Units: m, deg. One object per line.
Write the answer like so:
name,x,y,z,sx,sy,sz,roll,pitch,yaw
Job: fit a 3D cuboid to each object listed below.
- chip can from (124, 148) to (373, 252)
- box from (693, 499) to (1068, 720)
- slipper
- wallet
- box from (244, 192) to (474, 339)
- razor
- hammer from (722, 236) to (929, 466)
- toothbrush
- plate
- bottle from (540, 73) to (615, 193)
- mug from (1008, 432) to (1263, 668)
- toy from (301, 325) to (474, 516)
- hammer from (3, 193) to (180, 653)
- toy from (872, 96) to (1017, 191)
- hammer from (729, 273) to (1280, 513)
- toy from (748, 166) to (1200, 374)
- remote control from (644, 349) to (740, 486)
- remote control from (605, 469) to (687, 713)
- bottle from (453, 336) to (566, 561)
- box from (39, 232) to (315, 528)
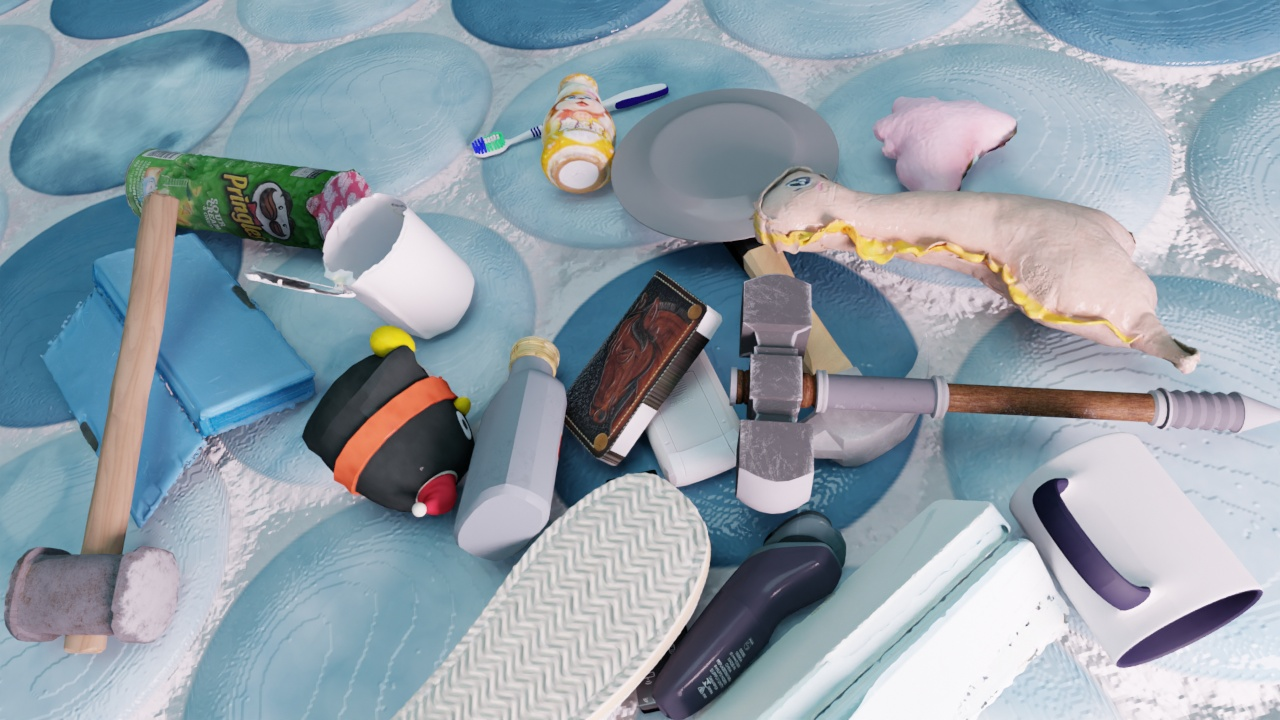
chip can,-0.346,-0.141,0.804,0.223,0.075,0.075,10,58,20
box,0.137,0.170,0.486,0.198,0.086,0.096,-39,89,-12
slipper,-0.061,0.177,0.524,0.115,0.052,0.262,35,75,34
wallet,-0.004,0.004,0.616,0.123,0.019,0.072,-54,45,6
box,-0.196,-0.063,0.665,0.085,0.160,0.118,20,72,31
razor,0.061,0.144,0.516,0.142,0.047,0.052,-42,30,-24
hammer,0.095,-0.065,0.671,0.131,0.039,0.327,-20,52,-3
toothbrush,-0.063,-0.219,0.830,0.186,0.016,0.015,-19,53,-1
plate,0.064,-0.161,0.718,0.178,0.012,0.178,-5,52,7
bottle,-0.053,-0.195,0.779,0.063,0.063,0.108,-8,56,7
mug,0.246,0.096,0.477,0.079,0.111,0.096,-48,47,29
toy,-0.158,0.053,0.613,0.119,0.098,0.099,43,71,10
hammer,-0.358,0.033,0.642,0.098,0.052,0.327,-3,72,11
toy,0.225,-0.168,0.705,0.093,0.050,0.102,34,71,27
hammer,0.215,0.023,0.542,0.322,0.043,0.155,3,61,4
toy,0.207,-0.069,0.603,0.264,0.065,0.195,6,38,-2
remote control,0.025,0.022,0.630,0.060,0.025,0.138,-21,51,-3
remote control,0.005,0.136,0.560,0.034,0.013,0.149,-13,53,3
bottle,-0.079,0.047,0.601,0.046,0.072,0.160,27,37,-19
box,-0.378,-0.004,0.722,0.172,0.066,0.232,-41,57,-16
